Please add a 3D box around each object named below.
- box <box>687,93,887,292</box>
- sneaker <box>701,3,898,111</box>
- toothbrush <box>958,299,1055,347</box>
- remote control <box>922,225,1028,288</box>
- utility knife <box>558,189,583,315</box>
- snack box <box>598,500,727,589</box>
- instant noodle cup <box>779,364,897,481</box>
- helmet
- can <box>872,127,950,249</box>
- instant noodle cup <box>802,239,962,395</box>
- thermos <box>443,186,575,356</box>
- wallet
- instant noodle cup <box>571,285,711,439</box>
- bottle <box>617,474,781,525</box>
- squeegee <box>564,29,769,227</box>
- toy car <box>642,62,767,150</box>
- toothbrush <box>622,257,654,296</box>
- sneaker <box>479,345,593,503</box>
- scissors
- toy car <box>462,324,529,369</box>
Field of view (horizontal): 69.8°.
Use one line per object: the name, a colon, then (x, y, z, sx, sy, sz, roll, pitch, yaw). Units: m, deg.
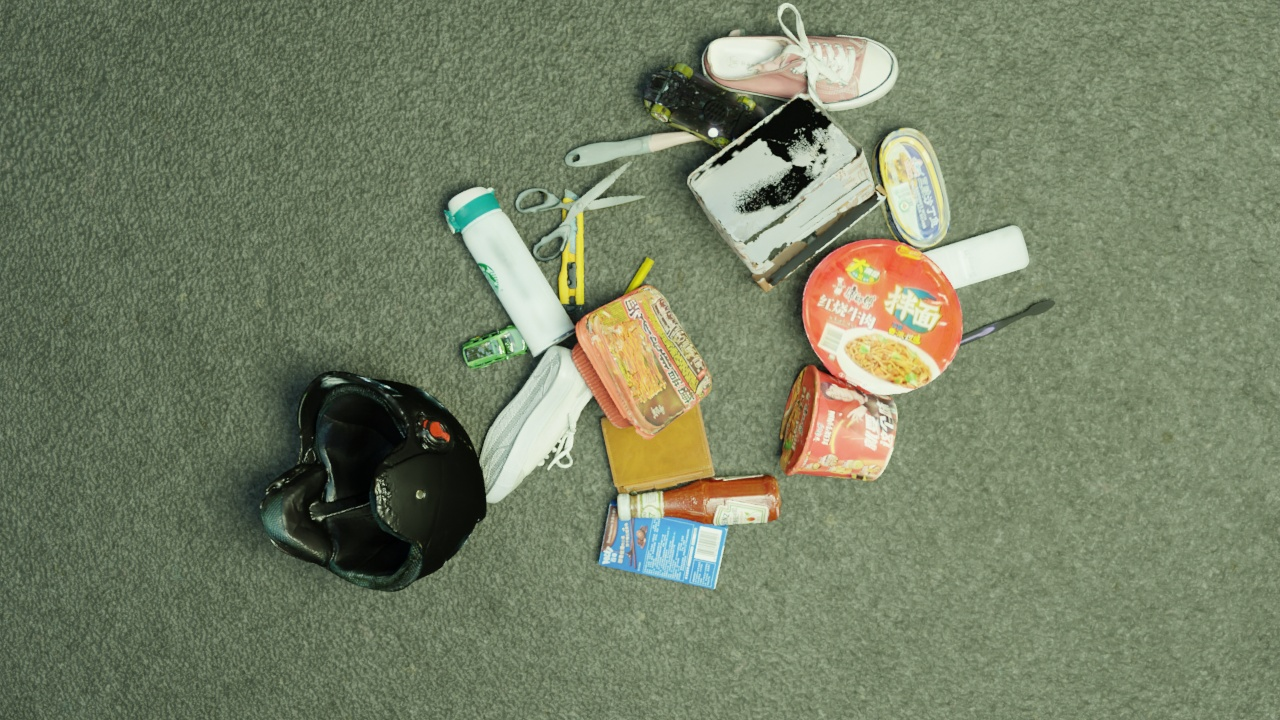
box: (0.189, -0.175, 1.090, 0.182, 0.181, 0.153, -36, 57, 6)
sneaker: (0.195, -0.352, 1.093, 0.241, 0.088, 0.118, 4, 97, -4)
toothbrush: (0.425, -0.034, 1.149, 0.189, 0.016, 0.014, -24, 81, 10)
remote control: (0.407, -0.123, 1.136, 0.136, 0.020, 0.056, -17, 95, 7)
utility knife: (-0.090, -0.139, 1.186, 0.033, 0.015, 0.164, 0, 95, 3)
snack box: (0.030, 0.241, 1.205, 0.157, 0.026, 0.084, 11, 96, 5)
instant noodle cup: (0.242, 0.082, 1.120, 0.108, 0.138, 0.138, 13, 97, -4)
helmet: (-0.313, 0.142, 1.132, 0.234, 0.229, 0.274, -14, 88, 31)
can: (0.330, -0.209, 1.120, 0.075, 0.049, 0.148, -16, 93, 6)
instant noodle cup: (0.284, -0.047, 1.112, 0.194, 0.066, 0.193, 1, 74, -4)
thermos: (-0.168, -0.115, 1.169, 0.073, 0.073, 0.224, -31, 91, 8)
wallet: (0.023, 0.119, 1.190, 0.131, 0.035, 0.119, -12, 94, 8)
instant noodle cup: (-0.007, 0.007, 1.128, 0.079, 0.188, 0.164, -30, 91, 36)
bottle: (0.074, 0.181, 1.171, 0.206, 0.059, 0.060, -4, 95, 0)
squeegee: (0.024, -0.272, 1.151, 0.250, 0.040, 0.247, -8, 95, 7)
toy car: (0.078, -0.300, 1.105, 0.158, 0.042, 0.070, 29, 87, 6)
toothbrush: (-0.041, -0.053, 1.190, 0.016, 0.015, 0.190, 35, 98, 8)
sneaker: (-0.126, 0.090, 1.185, 0.090, 0.089, 0.243, 20, 116, -33)
scissors: (-0.083, -0.192, 1.163, 0.175, 0.014, 0.159, 24, 102, 17)
toy car: (-0.189, -0.017, 1.199, 0.091, 0.036, 0.043, -19, 92, 3)
